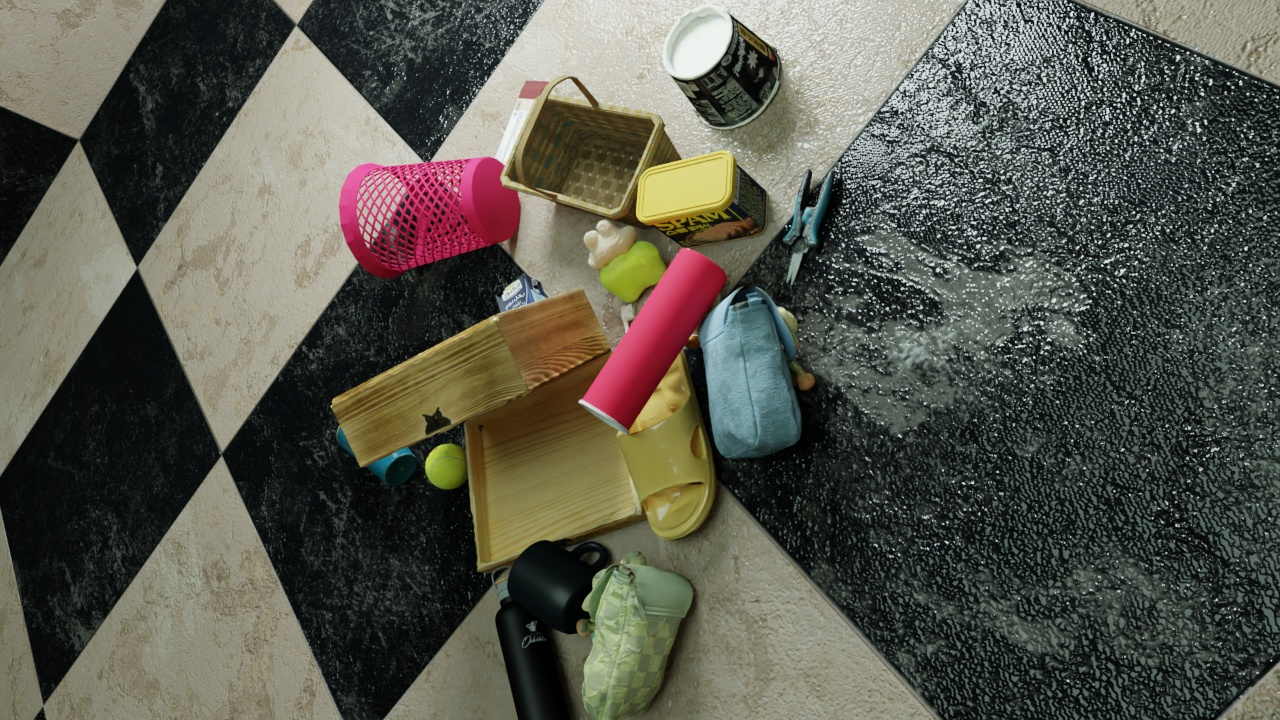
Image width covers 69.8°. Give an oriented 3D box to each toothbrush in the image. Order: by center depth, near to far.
[{"bbox_3d":[-0.007,0.007,1.208,0.018,0.015,0.181,-18,64,23],"label":"toothbrush"}]

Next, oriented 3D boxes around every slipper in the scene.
[{"bbox_3d":[0.023,0.081,1.103,0.100,0.078,0.263,-20,66,26],"label":"slipper"}]

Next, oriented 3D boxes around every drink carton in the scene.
[{"bbox_3d":[-0.162,-0.056,1.323,0.064,0.040,0.130,-34,58,21],"label":"drink carton"}]

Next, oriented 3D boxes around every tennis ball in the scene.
[{"bbox_3d":[-0.275,0.152,1.318,0.065,0.065,0.065,-12,68,32],"label":"tennis ball"}]

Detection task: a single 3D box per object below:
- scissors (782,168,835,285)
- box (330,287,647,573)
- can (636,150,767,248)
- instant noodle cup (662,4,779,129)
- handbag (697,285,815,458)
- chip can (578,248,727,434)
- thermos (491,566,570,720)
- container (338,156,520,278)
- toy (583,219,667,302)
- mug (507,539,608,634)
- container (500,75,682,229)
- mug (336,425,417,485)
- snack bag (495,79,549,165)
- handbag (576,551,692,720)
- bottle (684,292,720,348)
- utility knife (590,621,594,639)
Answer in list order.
[{"bbox_3d":[0.206,-0.166,1.113,0.141,0.019,0.128,-39,57,21],"label":"scissors"},{"bbox_3d":[-0.154,0.105,1.194,0.280,0.281,0.315,-26,94,26],"label":"box"},{"bbox_3d":[0.080,-0.198,1.157,0.135,0.104,0.075,-6,71,34],"label":"can"},{"bbox_3d":[0.101,-0.389,1.202,0.137,0.112,0.137,-11,69,32],"label":"instant noodle cup"},{"bbox_3d":[0.136,0.013,1.049,0.122,0.118,0.191,135,127,-66],"label":"handbag"},{"bbox_3d":[0.017,-0.024,1.077,0.069,0.069,0.220,27,81,38],"label":"chip can"},{"bbox_3d":[-0.143,0.367,1.155,0.061,0.061,0.231,-33,58,22],"label":"thermos"},{"bbox_3d":[-0.314,-0.232,1.418,0.226,0.183,0.183,-5,72,26],"label":"container"},{"bbox_3d":[-0.024,-0.135,1.217,0.092,0.115,0.046,-36,18,24],"label":"toy"},{"bbox_3d":[-0.089,0.269,1.132,0.094,0.085,0.121,25,51,36],"label":"mug"},{"bbox_3d":[-0.086,-0.285,1.252,0.250,0.186,0.157,23,88,38],"label":"container"},{"bbox_3d":[-0.401,0.135,1.410,0.121,0.078,0.078,35,96,33],"label":"mug"},{"bbox_3d":[-0.191,-0.374,1.466,0.057,0.013,0.158,16,84,40],"label":"snack bag"},{"bbox_3d":[-0.023,0.314,1.059,0.117,0.113,0.186,13,83,45],"label":"handbag"},{"bbox_3d":[0.069,-0.071,1.150,0.063,0.063,0.108,-10,71,32],"label":"bottle"},{"bbox_3d":[-0.059,0.319,1.141,0.022,0.016,0.179,-27,61,11],"label":"utility knife"}]
